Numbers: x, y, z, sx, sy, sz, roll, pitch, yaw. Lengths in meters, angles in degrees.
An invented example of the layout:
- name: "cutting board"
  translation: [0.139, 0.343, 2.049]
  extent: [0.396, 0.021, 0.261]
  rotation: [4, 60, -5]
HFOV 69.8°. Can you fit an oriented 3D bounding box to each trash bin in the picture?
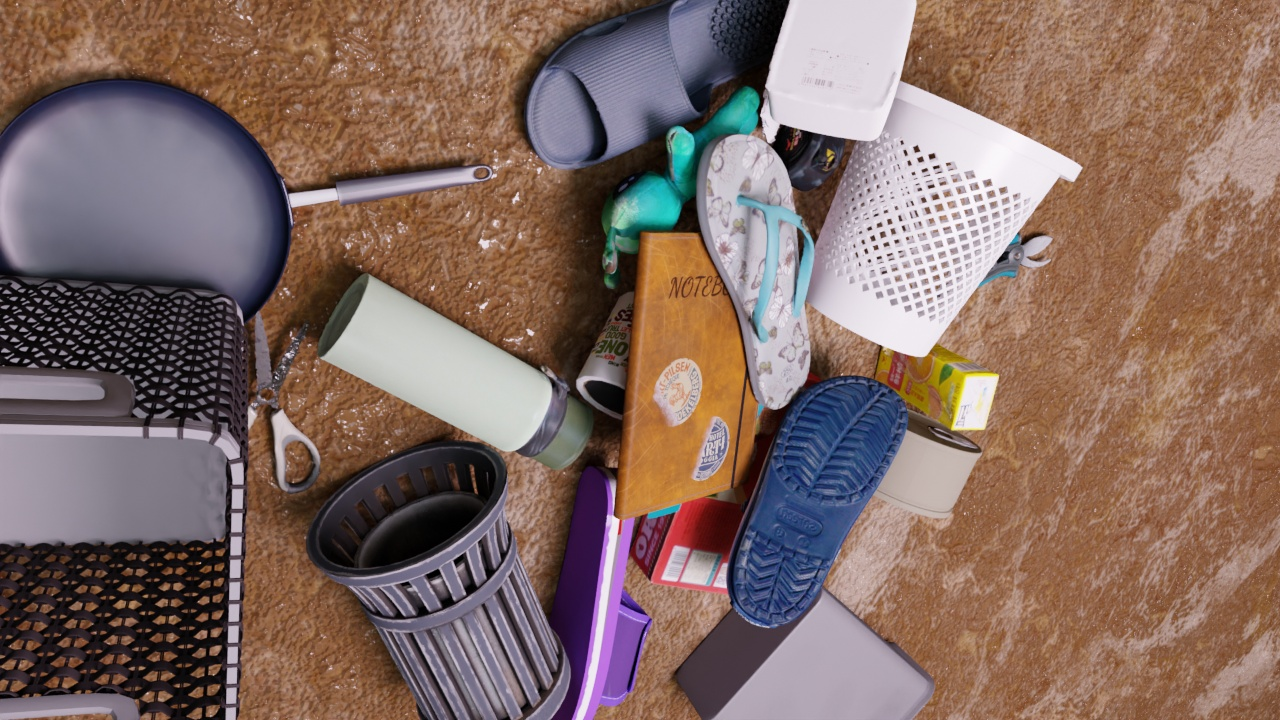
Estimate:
- name: "trash bin"
  translation: [-0.157, 0.209, 0.782]
  extent: [0.164, 0.164, 0.228]
  rotation: [-24, 119, -13]
- name: "trash bin"
  translation: [0.182, 0.353, 1.005]
  extent: [0.192, 0.097, 0.220]
  rotation: [-48, 117, -1]
- name: "trash bin"
  translation: [0.247, -0.123, 0.823]
  extent: [0.195, 0.195, 0.200]
  rotation: [15, 111, -26]

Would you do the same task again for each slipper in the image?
- name: "slipper"
  translation: [0.151, 0.125, 0.848]
  extent: [0.105, 0.095, 0.252]
  rotation: [30, 74, 8]
- name: "slipper"
  translation: [-0.025, 0.233, 0.876]
  extent: [0.084, 0.107, 0.267]
  rotation: [6, 101, -24]
- name: "slipper"
  translation: [0.028, -0.241, 0.738]
  extent: [0.263, 0.082, 0.101]
  rotation: [-32, 116, -11]
- name: "slipper"
  translation: [0.116, -0.069, 0.760]
  extent: [0.098, 0.055, 0.269]
  rotation: [-44, 133, -27]

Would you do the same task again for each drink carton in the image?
- name: "drink carton"
  translation: [0.287, 0.017, 0.906]
  extent: [0.043, 0.134, 0.059]
  rotation: [1, 110, -20]

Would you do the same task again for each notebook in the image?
- name: "notebook"
  translation: [0.054, 0.015, 0.780]
  extent: [0.178, 0.014, 0.249]
  rotation: [-8, 109, -44]

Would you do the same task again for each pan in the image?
- name: "pan"
  translation: [-0.286, -0.116, 0.687]
  extent: [0.356, 0.021, 0.199]
  rotation: [-12, 113, -17]

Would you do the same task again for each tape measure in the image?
- name: "tape measure"
  translation: [0.150, -0.188, 0.814]
  extent: [0.042, 0.072, 0.071]
  rotation: [18, 72, -31]

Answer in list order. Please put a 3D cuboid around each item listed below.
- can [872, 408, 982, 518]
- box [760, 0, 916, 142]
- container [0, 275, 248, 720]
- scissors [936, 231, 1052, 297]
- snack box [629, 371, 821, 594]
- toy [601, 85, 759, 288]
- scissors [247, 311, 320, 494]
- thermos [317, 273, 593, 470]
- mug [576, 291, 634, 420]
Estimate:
- name: "can"
  translation: [0.270, 0.098, 0.932]
  extent: [0.127, 0.128, 0.073]
  rotation: [15, 104, -26]
- name: "box"
  translation: [0.146, -0.226, 0.751]
  extent: [0.128, 0.137, 0.108]
  rotation: [15, 78, 14]
- name: "container"
  translation: [-0.379, 0.092, 0.581]
  extent: [0.247, 0.243, 0.246]
  rotation: [3, 113, -21]
- name: "scissors"
  translation: [0.364, -0.104, 0.961]
  extent: [0.156, 0.019, 0.124]
  rotation: [30, 96, -27]
- name: "snack box"
  translation: [0.085, 0.109, 0.898]
  extent: [0.113, 0.060, 0.236]
  rotation: [14, 102, -26]
- name: "toy"
  translation: [0.030, -0.140, 0.745]
  extent: [0.072, 0.130, 0.193]
  rotation: [45, 90, 7]
- name: "scissors"
  translation: [-0.306, 0.046, 0.734]
  extent: [0.162, 0.012, 0.158]
  rotation: [-28, 124, -7]
- name: "thermos"
  translation: [-0.142, 0.015, 0.762]
  extent: [0.231, 0.082, 0.082]
  rotation: [32, 94, -28]
- name: "mug"
  translation: [-0.005, 0.005, 0.809]
  extent: [0.073, 0.105, 0.089]
  rotation: [23, 66, 6]
